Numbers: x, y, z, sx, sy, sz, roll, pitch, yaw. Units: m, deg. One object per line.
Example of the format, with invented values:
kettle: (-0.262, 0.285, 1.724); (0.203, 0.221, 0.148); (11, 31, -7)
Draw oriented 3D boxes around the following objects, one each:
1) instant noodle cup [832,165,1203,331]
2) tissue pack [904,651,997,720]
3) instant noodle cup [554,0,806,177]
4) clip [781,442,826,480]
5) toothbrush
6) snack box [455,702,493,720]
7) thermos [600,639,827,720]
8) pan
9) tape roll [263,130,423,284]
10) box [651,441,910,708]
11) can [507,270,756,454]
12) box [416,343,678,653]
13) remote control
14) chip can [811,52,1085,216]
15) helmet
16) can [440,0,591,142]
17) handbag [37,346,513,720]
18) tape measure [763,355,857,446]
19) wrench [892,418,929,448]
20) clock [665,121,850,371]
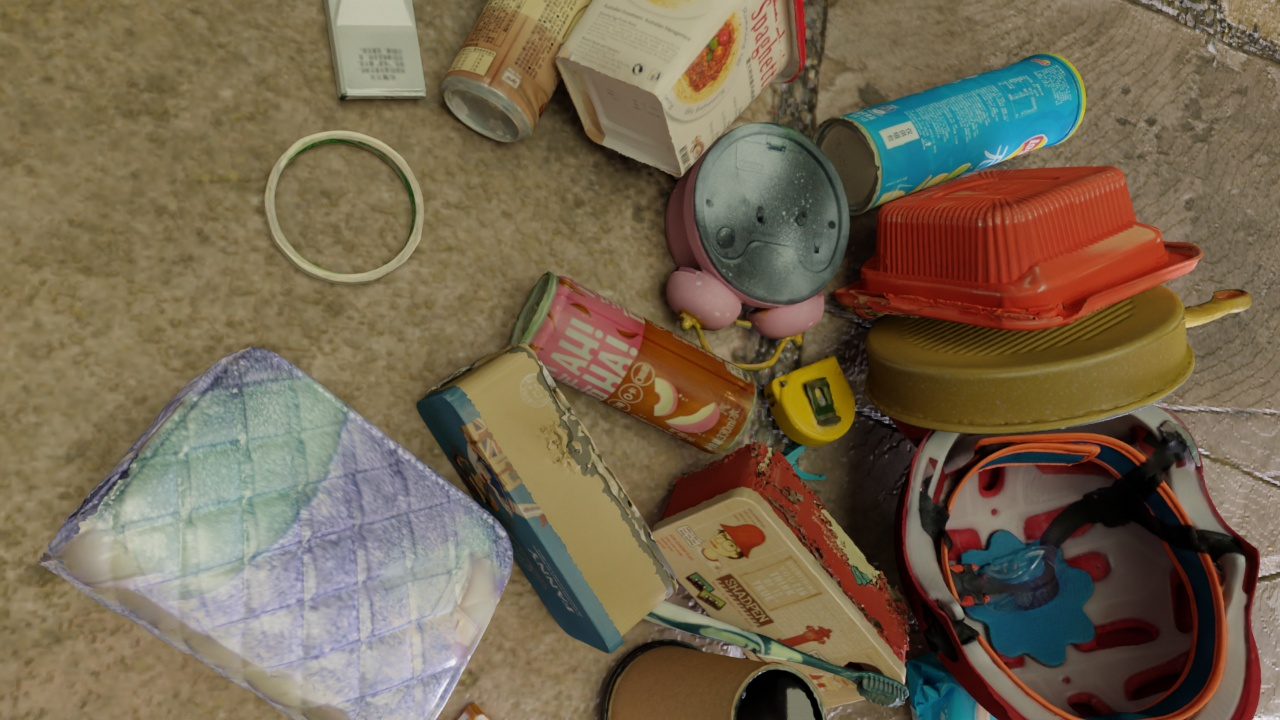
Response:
instant noodle cup: (0.238, -0.076, 0.602); (0.164, 0.189, 0.079); (-21, 109, -25)
tissue pack: (0.259, 0.249, 0.665); (0.139, 0.063, 0.090); (-9, 91, -25)
instant noodle cup: (0.023, -0.186, 0.541); (0.117, 0.116, 0.124); (28, 75, 25)
clip: (0.103, 0.072, 0.631); (0.054, 0.013, 0.033); (-13, 91, -25)
toothbrush: (0.067, 0.173, 0.555); (0.192, 0.018, 0.016); (16, 112, 10)
snack box: (-0.069, 0.278, 0.533); (0.154, 0.026, 0.075); (48, 70, -15)
thermos: (0.040, 0.209, 0.530); (0.093, 0.144, 0.093); (9, 70, -26)
pan: (0.315, -0.021, 0.636); (0.356, 0.198, 0.078); (-22, 109, -25)
tape roll: (-0.166, -0.085, 0.516); (0.085, 0.014, 0.085); (1, 87, -25)
box: (0.094, 0.132, 0.577); (0.168, 0.092, 0.075); (49, 36, -15)
can: (-0.003, 0.003, 0.556); (0.147, 0.058, 0.057); (27, 76, -17)
box: (-0.050, 0.081, 0.518); (0.059, 0.090, 0.184); (-33, 96, -24)
remote control: (-0.155, -0.210, 0.522); (0.049, 0.024, 0.125); (-9, 92, -24)
chip can: (0.226, -0.167, 0.670); (0.209, 0.071, 0.071); (-22, 96, -23)
helmet: (0.271, 0.146, 0.606); (0.207, 0.144, 0.239); (-11, 69, -5)
can: (-0.067, -0.191, 0.542); (0.058, 0.059, 0.116); (30, 75, -20)
handbag: (-0.167, 0.097, 0.460); (0.194, 0.076, 0.133); (43, 50, -20)
tape measure: (0.119, 0.029, 0.626); (0.060, 0.029, 0.057); (-19, 78, -24)
wrench: (0.289, 0.112, 0.713); (0.273, 0.016, 0.056); (41, 71, -18)
clock: (0.072, -0.072, 0.600); (0.117, 0.060, 0.158); (5, 83, -25)
